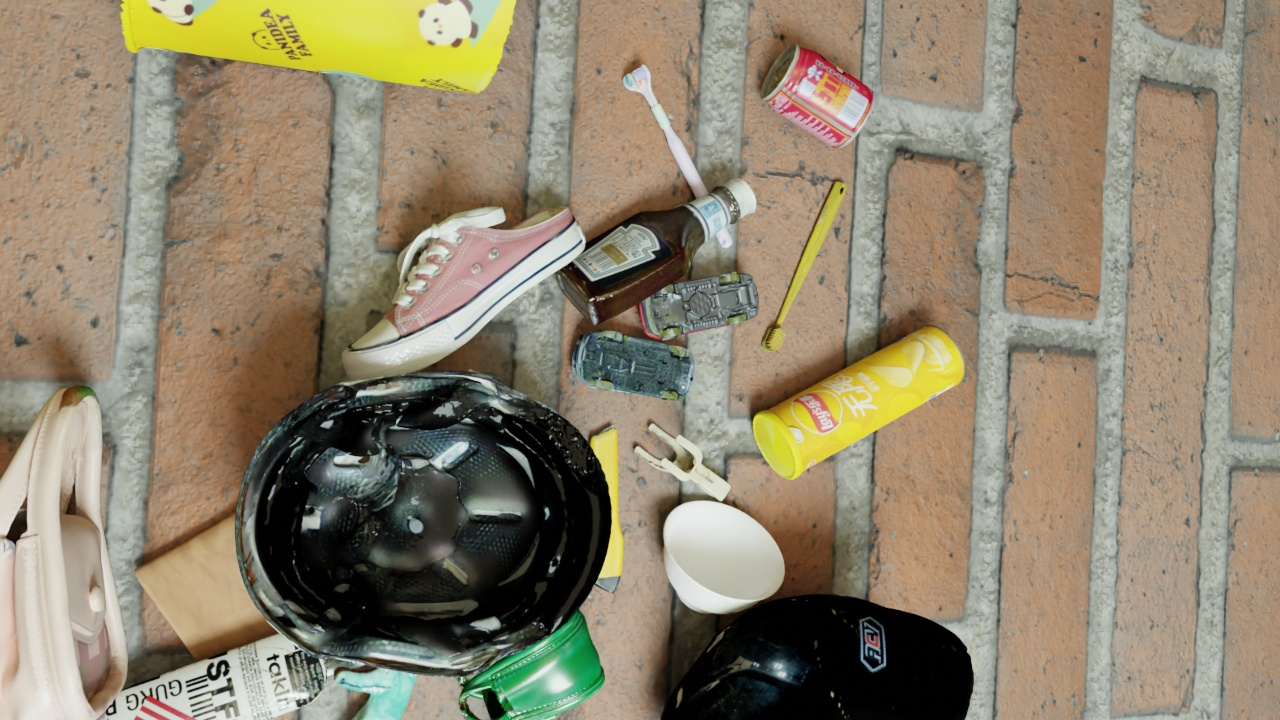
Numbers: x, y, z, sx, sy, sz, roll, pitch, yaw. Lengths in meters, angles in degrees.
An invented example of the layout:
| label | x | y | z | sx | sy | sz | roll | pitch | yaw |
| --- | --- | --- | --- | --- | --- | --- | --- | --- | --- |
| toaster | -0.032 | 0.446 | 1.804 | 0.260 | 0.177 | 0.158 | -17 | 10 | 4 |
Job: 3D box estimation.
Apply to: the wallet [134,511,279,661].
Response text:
| label | x | y | z | sx | sy | sz | roll | pitch | yaw |
| --- | --- | --- | --- | --- | --- | --- | --- | --- | --- |
| wallet | -0.333 | 0.190 | 0.749 | 0.101 | 0.020 | 0.115 | -31 | 102 | -17 |

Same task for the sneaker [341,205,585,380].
| label | x | y | z | sx | sy | sz | roll | pitch | yaw |
| --- | --- | --- | --- | --- | --- | --- | --- | --- | --- |
| sneaker | -0.154 | -0.073 | 0.764 | 0.240 | 0.118 | 0.088 | -39 | 116 | -22 |

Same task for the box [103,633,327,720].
| label | x | y | z | sx | sy | sz | roll | pitch | yaw |
| --- | --- | --- | --- | --- | --- | --- | --- | --- | --- |
| box | -0.329 | 0.261 | 0.714 | 0.164 | 0.052 | 0.069 | -20 | 91 | -18 |

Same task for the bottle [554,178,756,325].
| label | x | y | z | sx | sy | sz | roll | pitch | yaw |
| --- | --- | --- | --- | --- | --- | --- | --- | --- | --- |
| bottle | 0.019 | -0.107 | 0.837 | 0.194 | 0.080 | 0.044 | -32 | 142 | -15 |

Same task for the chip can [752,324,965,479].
| label | x | y | z | sx | sy | sz | roll | pitch | yaw |
| --- | --- | --- | --- | --- | --- | --- | --- | --- | --- |
| chip can | 0.216 | 0.039 | 0.906 | 0.213 | 0.072 | 0.072 | -26 | 98 | -18 |

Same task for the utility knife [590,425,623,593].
| label | x | y | z | sx | sy | sz | roll | pitch | yaw |
| --- | --- | --- | --- | --- | --- | --- | --- | --- | --- |
| utility knife | -0.032 | 0.138 | 0.851 | 0.033 | 0.015 | 0.156 | 1 | 89 | -25 |

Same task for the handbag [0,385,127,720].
| label | x | y | z | sx | sy | sz | roll | pitch | yaw |
| --- | --- | --- | --- | --- | --- | --- | --- | --- | --- |
| handbag | -0.412 | 0.133 | 0.642 | 0.093 | 0.194 | 0.234 | 4 | 79 | -21 |

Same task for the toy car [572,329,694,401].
| label | x | y | z | sx | sy | sz | roll | pitch | yaw |
| --- | --- | --- | --- | --- | --- | --- | --- | --- | --- |
| toy car | -0.005 | 0.005 | 0.851 | 0.120 | 0.037 | 0.054 | 11 | 86 | -28 |

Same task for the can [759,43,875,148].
| label | x | y | z | sx | sy | sz | roll | pitch | yaw |
| --- | --- | --- | --- | --- | --- | --- | --- | --- | --- |
| can | 0.171 | -0.258 | 0.893 | 0.093 | 0.067 | 0.066 | 26 | 82 | -17 |

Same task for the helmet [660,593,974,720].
| label | x | y | z | sx | sy | sz | roll | pitch | yaw |
| --- | --- | --- | --- | --- | --- | --- | --- | --- | --- |
| helmet | 0.151 | 0.314 | 0.789 | 0.230 | 0.232 | 0.275 | 29 | 121 | -1 |

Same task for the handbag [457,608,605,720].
| label | x | y | z | sx | sy | sz | roll | pitch | yaw |
| --- | --- | --- | --- | --- | --- | --- | --- | --- | --- |
| handbag | -0.096 | 0.254 | 0.769 | 0.120 | 0.131 | 0.068 | -24 | 93 | -14 |

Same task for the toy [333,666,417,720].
| label | x | y | z | sx | sy | sz | roll | pitch | yaw |
| --- | --- | --- | --- | --- | --- | --- | --- | --- | --- |
| toy | -0.224 | 0.292 | 0.776 | 0.096 | 0.030 | 0.091 | 29 | 77 | -37 |

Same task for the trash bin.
| label | x | y | z | sx | sy | sz | roll | pitch | yaw |
| --- | --- | --- | --- | --- | --- | --- | --- | --- | --- |
| trash bin | -0.231 | -0.318 | 0.686 | 0.255 | 0.230 | 0.229 | 7 | 88 | -24 |

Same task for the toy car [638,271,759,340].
| label | x | y | z | sx | sy | sz | roll | pitch | yaw |
| --- | --- | --- | --- | --- | --- | --- | --- | --- | --- |
| toy car | 0.053 | -0.051 | 0.864 | 0.120 | 0.045 | 0.053 | -10 | 91 | -23 |

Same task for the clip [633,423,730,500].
| label | x | y | z | sx | sy | sz | roll | pitch | yaw |
| --- | --- | --- | --- | --- | --- | --- | --- | --- | --- |
| clip | 0.046 | 0.099 | 0.852 | 0.102 | 0.095 | 0.035 | 35 | 79 | -4 |

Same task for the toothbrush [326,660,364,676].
| label | x | y | z | sx | sy | sz | roll | pitch | yaw |
| --- | --- | --- | --- | --- | --- | --- | --- | --- | --- |
| toothbrush | -0.325 | 0.285 | 0.746 | 0.220 | 0.026 | 0.026 | -21 | 136 | -17 |

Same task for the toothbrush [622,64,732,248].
| label | x | y | z | sx | sy | sz | roll | pitch | yaw |
| --- | --- | --- | --- | --- | --- | --- | --- | --- | --- |
| toothbrush | 0.040 | -0.191 | 0.874 | 0.189 | 0.029 | 0.021 | 60 | 36 | -10 |

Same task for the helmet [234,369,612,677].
| label | x | y | z | sx | sy | sz | roll | pitch | yaw |
| --- | --- | --- | --- | --- | --- | --- | --- | --- | --- |
| helmet | -0.177 | 0.125 | 0.729 | 0.273 | 0.157 | 0.230 | 3 | 83 | -28 |

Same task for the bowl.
| label | x | y | z | sx | sy | sz | roll | pitch | yaw |
| --- | --- | --- | --- | --- | --- | --- | --- | --- | --- |
| bowl | 0.067 | 0.194 | 0.851 | 0.118 | 0.118 | 0.065 | 10 | 126 | -18 |

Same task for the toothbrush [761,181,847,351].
| label | x | y | z | sx | sy | sz | roll | pitch | yaw |
| --- | --- | --- | --- | --- | --- | --- | --- | --- | --- |
| toothbrush | 0.166 | -0.094 | 0.917 | 0.015 | 0.017 | 0.190 | 28 | 81 | -19 |
